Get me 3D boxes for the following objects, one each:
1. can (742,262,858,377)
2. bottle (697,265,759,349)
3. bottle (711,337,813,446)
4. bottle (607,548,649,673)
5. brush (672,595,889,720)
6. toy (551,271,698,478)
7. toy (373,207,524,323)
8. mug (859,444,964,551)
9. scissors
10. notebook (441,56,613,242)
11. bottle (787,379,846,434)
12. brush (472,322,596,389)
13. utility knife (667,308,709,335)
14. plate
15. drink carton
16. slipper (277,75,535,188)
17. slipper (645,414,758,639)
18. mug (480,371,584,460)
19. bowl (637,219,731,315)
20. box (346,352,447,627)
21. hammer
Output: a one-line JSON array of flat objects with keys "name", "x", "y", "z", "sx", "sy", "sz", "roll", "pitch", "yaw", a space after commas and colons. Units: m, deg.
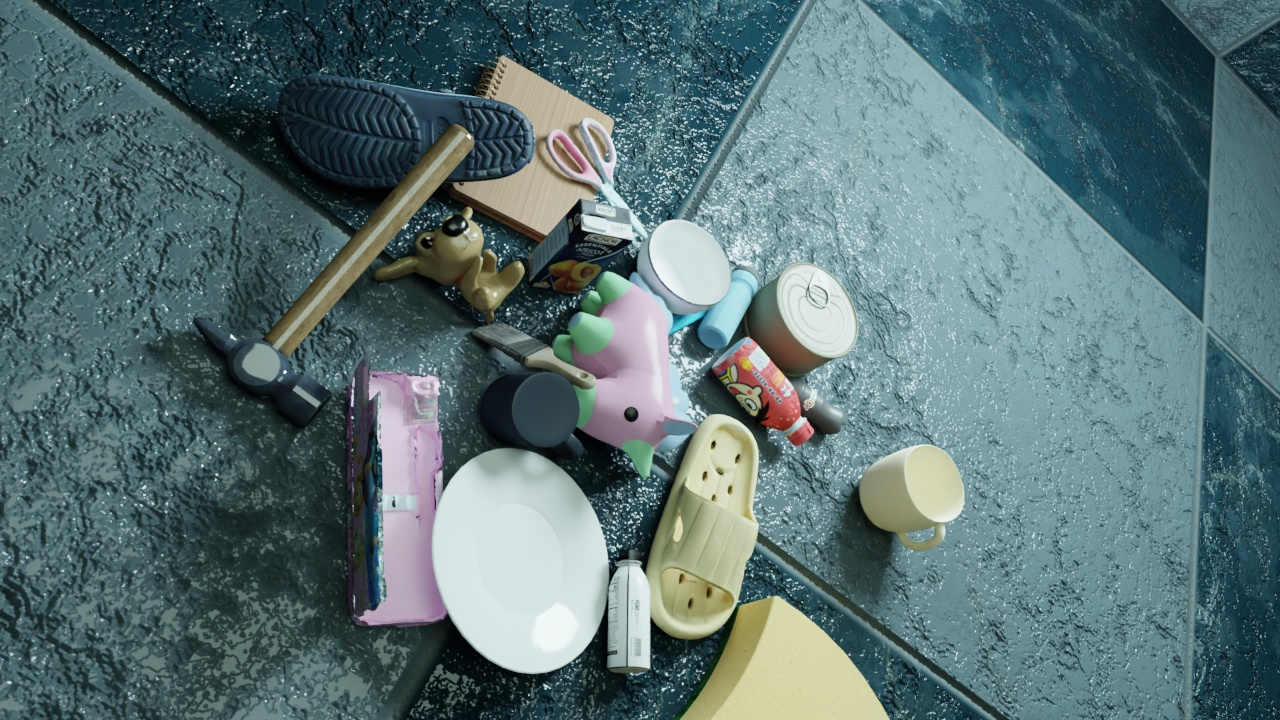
[{"name": "can", "x": 0.199, "y": -0.049, "z": 1.147, "sx": 0.127, "sy": 0.073, "sz": 0.127, "roll": 14, "pitch": 62, "yaw": -27}, {"name": "bottle", "x": 0.111, "y": -0.070, "z": 1.122, "sx": 0.040, "sy": 0.040, "sz": 0.129, "roll": 40, "pitch": 53, "yaw": -11}, {"name": "bottle", "x": 0.149, "y": 0.041, "z": 1.080, "sx": 0.137, "sy": 0.062, "sz": 0.061, "roll": 49, "pitch": 52, "yaw": -3}, {"name": "bottle", "x": -0.011, "y": 0.243, "z": 0.897, "sx": 0.041, "sy": 0.041, "sz": 0.115, "roll": 14, "pitch": 61, "yaw": -27}, {"name": "brush", "x": 0.121, "y": 0.381, "z": 0.894, "sx": 0.195, "sy": 0.075, "sz": 0.249, "roll": 49, "pitch": 52, "yaw": -4}, {"name": "toy", "x": -0.006, "y": 0.005, "z": 0.975, "sx": 0.171, "sy": 0.120, "sz": 0.221, "roll": 36, "pitch": 49, "yaw": -8}, {"name": "toy", "x": -0.179, "y": -0.095, "z": 0.919, "sx": 0.108, "sy": 0.106, "sz": 0.133, "roll": 42, "pitch": 56, "yaw": 5}, {"name": "mug", "x": 0.321, "y": 0.171, "z": 1.106, "sx": 0.096, "sy": 0.100, "sz": 0.120, "roll": -2, "pitch": 71, "yaw": -31}, {"name": "scissors", "x": -0.031, "y": -0.213, "z": 1.091, "sx": 0.179, "sy": 0.016, "sz": 0.105, "roll": 49, "pitch": 51, "yaw": -5}, {"name": "notebook", "x": -0.125, "y": -0.241, "z": 1.063, "sx": 0.169, "sy": 0.022, "sz": 0.210, "roll": 25, "pitch": 57, "yaw": -21}, {"name": "bottle", "x": 0.203, "y": 0.051, "z": 1.126, "sx": 0.110, "sy": 0.036, "sz": 0.036, "roll": 35, "pitch": 54, "yaw": -14}, {"name": "brush", "x": -0.104, "y": -0.005, "z": 0.917, "sx": 0.151, "sy": 0.012, "sz": 0.038, "roll": 27, "pitch": 36, "yaw": 31}, {"name": "utility knife", "x": 0.046, "y": -0.045, "z": 1.086, "sx": 0.124, "sy": 0.015, "sz": 0.022, "roll": -24, "pitch": 84, "yaw": -40}, {"name": "plate", "x": -0.110, "y": 0.184, "z": 0.857, "sx": 0.208, "sy": 0.015, "sz": 0.208, "roll": 26, "pitch": 52, "yaw": -39}, {"name": "drink carton", "x": -0.065, "y": -0.119, "z": 0.975, "sx": 0.064, "sy": 0.130, "sz": 0.040, "roll": 7, "pitch": 64, "yaw": -31}, {"name": "slipper", "x": -0.237, "y": -0.229, "z": 0.945, "sx": 0.252, "sy": 0.095, "sz": 0.105, "roll": 3, "pitch": 104, "yaw": -12}, {"name": "slipper", "x": 0.086, "y": 0.167, "z": 0.973, "sx": 0.111, "sy": 0.079, "sz": 0.260, "roll": 32, "pitch": 54, "yaw": -21}, {"name": "mug", "x": -0.098, "y": 0.060, "z": 0.897, "sx": 0.105, "sy": 0.078, "sz": 0.071, "roll": 49, "pitch": 65, "yaw": -20}, {"name": "bowl", "x": 0.044, "y": -0.102, "z": 1.078, "sx": 0.113, "sy": 0.063, "sz": 0.113, "roll": 14, "pitch": 60, "yaw": -26}, {"name": "box", "x": -0.203, "y": 0.107, "z": 0.796, "sx": 0.086, "sy": 0.106, "sz": 0.230, "roll": 5, "pitch": 66, "yaw": -30}, {"name": "hammer", "x": -0.260, "y": -0.102, "z": 0.850, "sx": 0.129, "sy": 0.040, "sz": 0.321, "roll": 38, "pitch": 70, "yaw": -9}]
